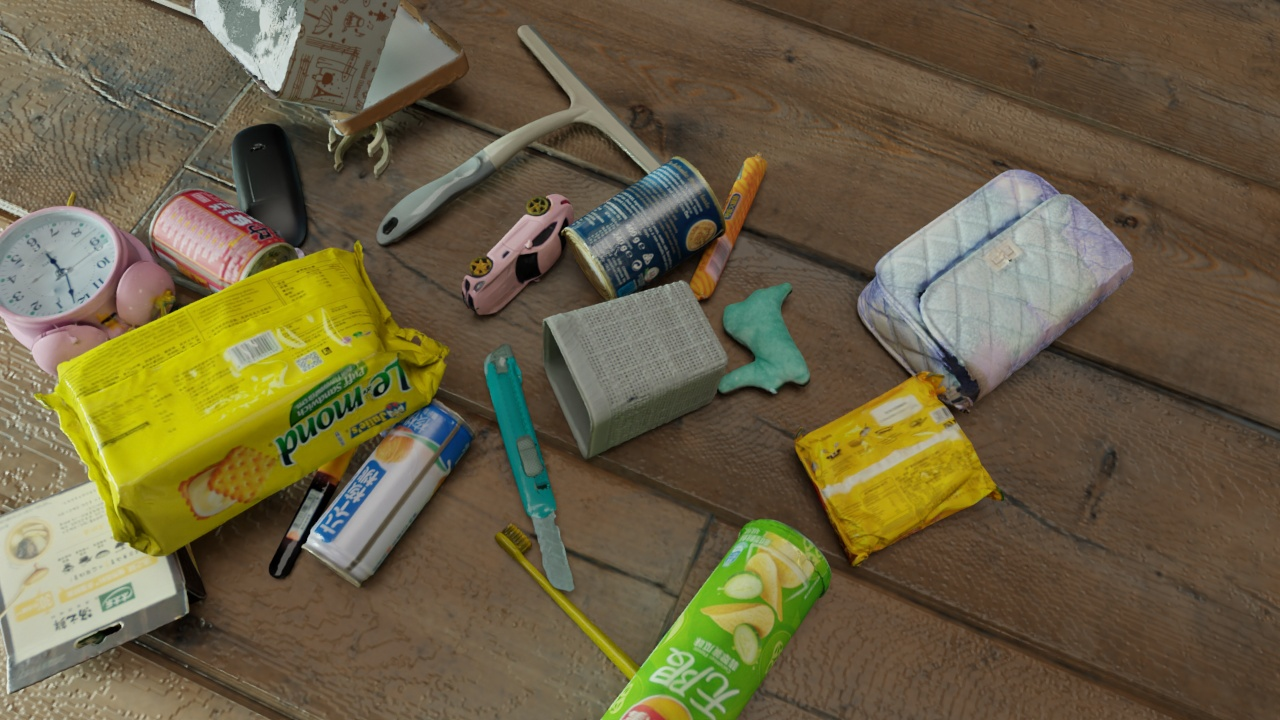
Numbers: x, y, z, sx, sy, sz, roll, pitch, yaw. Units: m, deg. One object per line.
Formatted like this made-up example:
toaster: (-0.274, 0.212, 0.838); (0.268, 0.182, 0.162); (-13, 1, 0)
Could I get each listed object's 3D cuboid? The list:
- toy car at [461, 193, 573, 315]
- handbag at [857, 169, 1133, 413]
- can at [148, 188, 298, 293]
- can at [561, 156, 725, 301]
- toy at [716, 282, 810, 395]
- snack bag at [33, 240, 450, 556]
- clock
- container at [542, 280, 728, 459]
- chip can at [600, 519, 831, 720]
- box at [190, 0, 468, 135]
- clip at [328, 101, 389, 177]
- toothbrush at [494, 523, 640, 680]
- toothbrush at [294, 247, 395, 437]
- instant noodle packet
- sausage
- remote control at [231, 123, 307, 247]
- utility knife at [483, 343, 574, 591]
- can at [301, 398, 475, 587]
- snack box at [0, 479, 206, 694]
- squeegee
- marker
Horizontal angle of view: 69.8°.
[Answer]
toy car: (-0.095, -0.084, 0.742); (0.037, 0.056, 0.122); (33, 68, 19)
handbag: (0.283, -0.062, 0.740); (0.193, 0.076, 0.134); (-35, 74, -16)
can: (-0.326, -0.086, 0.723); (0.094, 0.067, 0.066); (30, 67, 13)
can: (0.002, -0.103, 0.738); (0.111, 0.075, 0.075); (-34, 71, -10)
toy: (0.096, -0.012, 0.733); (0.096, 0.030, 0.092); (-24, 66, -7)
snack bag: (-0.273, 0.014, 0.639); (0.246, 0.068, 0.158); (-31, 57, -21)
clock: (-0.428, -0.050, 0.706); (0.158, 0.060, 0.117); (41, 70, 13)
container: (-0.004, 0.004, 0.689); (0.114, 0.090, 0.090); (-20, 68, -15)
chip can: (0.042, 0.199, 0.594); (0.072, 0.073, 0.220); (36, 61, 13)
box: (-0.252, -0.290, 0.785); (0.177, 0.153, 0.182); (-6, 43, -49)
clip: (-0.252, -0.208, 0.803); (0.083, 0.035, 0.104); (-7, 61, -7)
toothbrush: (-0.033, 0.185, 0.643); (0.190, 0.016, 0.016); (42, 63, 15)
toothbrush: (-0.237, -0.019, 0.724); (0.021, 0.029, 0.189); (-43, 68, 20)
instant noodle packet: (0.190, 0.078, 0.683); (0.128, 0.044, 0.110); (-24, 75, -4)
sausage: (0.076, -0.115, 0.783); (0.021, 0.021, 0.164); (22, 66, 7)
remote control: (-0.317, -0.152, 0.778); (0.053, 0.024, 0.136); (-17, 67, -9)
utility knife: (-0.084, 0.075, 0.686); (0.029, 0.013, 0.207); (-12, 63, -17)
can: (-0.178, 0.092, 0.656); (0.053, 0.053, 0.134); (30, 67, 11)
snack box: (-0.369, 0.145, 0.622); (0.113, 0.053, 0.125); (-23, 68, -14)
squeegee: (-0.123, -0.173, 0.790); (0.246, 0.039, 0.246); (-35, 71, -17)
marker: (-0.237, 0.101, 0.672); (0.018, 0.015, 0.123); (20, 68, 8)
